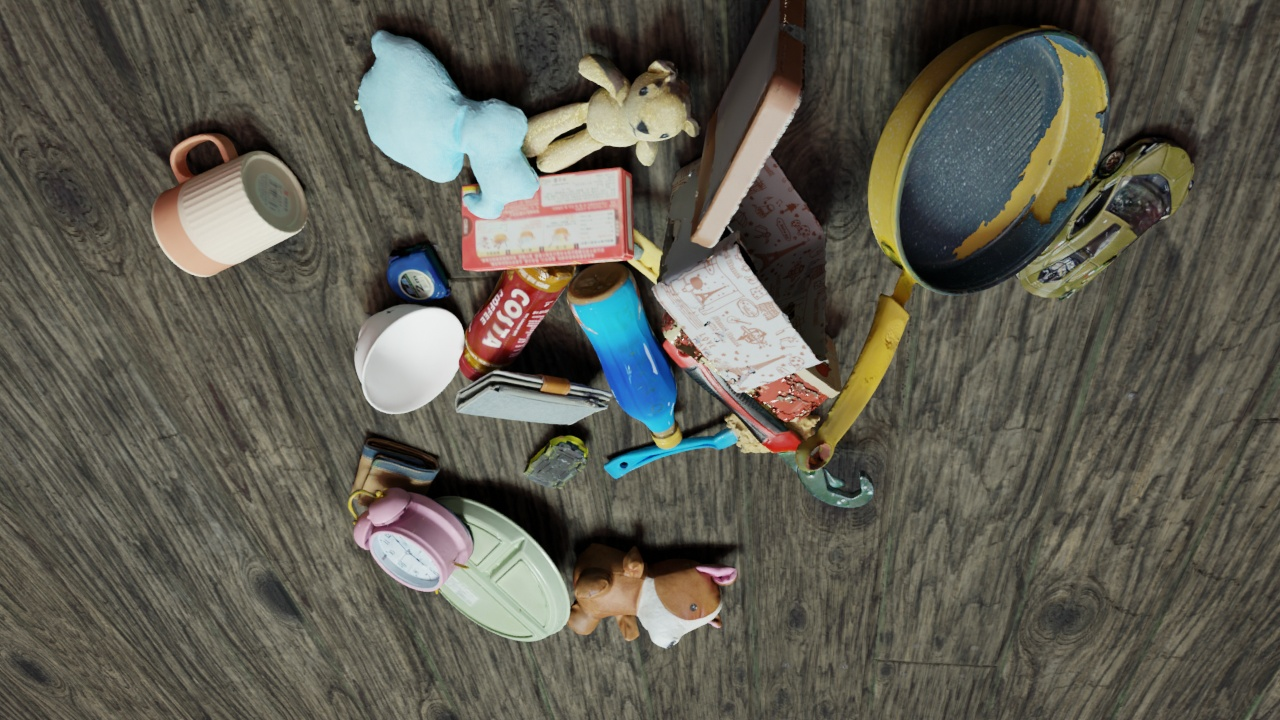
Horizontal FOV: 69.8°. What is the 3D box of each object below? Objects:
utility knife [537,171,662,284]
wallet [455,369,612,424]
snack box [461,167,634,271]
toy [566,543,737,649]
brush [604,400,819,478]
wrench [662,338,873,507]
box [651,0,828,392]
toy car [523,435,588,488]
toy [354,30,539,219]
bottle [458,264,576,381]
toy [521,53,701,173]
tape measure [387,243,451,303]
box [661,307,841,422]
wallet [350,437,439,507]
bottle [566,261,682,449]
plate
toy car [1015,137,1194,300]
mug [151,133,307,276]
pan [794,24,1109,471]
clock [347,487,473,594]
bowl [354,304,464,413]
[{"bbox_3d":[-0.013,-0.101,0.786,0.205,0.021,0.031,41,106,15],"label":"utility knife"},{"bbox_3d":[-0.107,0.035,0.925,0.129,0.037,0.107,10,159,-30],"label":"wallet"},{"bbox_3d":[-0.081,-0.118,0.784,0.153,0.025,0.075,-2,89,20],"label":"snack box"},{"bbox_3d":[0.013,0.291,1.130,0.199,0.130,0.140,5,138,-9],"label":"toy"},{"bbox_3d":[0.069,0.086,0.986,0.255,0.045,0.083,-20,130,29],"label":"brush"},{"bbox_3d":[0.126,0.063,0.910,0.273,0.016,0.056,40,121,-15],"label":"wrench"},{"bbox_3d":[0.079,-0.124,0.693,0.134,0.179,0.271,1,133,11],"label":"box"},{"bbox_3d":[-0.095,0.113,1.037,0.048,0.032,0.105,26,142,-15],"label":"toy car"},{"bbox_3d":[-0.164,-0.190,0.749,0.156,0.049,0.161,1,123,17],"label":"toy"},{"bbox_3d":[-0.124,-0.044,0.878,0.057,0.057,0.175,27,130,-15],"label":"bottle"},{"bbox_3d":[-0.029,-0.188,0.727,0.158,0.066,0.105,-9,129,36],"label":"toy"},{"bbox_3d":[-0.214,-0.083,0.879,0.055,0.025,0.058,-9,126,19],"label":"tape measure"},{"bbox_3d":[0.098,-0.014,0.848,0.168,0.091,0.076,33,125,-20],"label":"box"},{"bbox_3d":[-0.297,0.144,1.098,0.090,0.033,0.116,21,135,-12],"label":"wallet"},{"bbox_3d":[-0.005,0.005,0.899,0.065,0.065,0.219,-10,129,17],"label":"bottle"},{"bbox_3d":[-0.190,0.264,1.137,0.230,0.027,0.231,18,130,23],"label":"plate"},{"bbox_3d":[0.376,-0.113,0.750,0.070,0.042,0.159,26,128,-16],"label":"toy car"},{"bbox_3d":[-0.370,-0.146,0.817,0.106,0.081,0.114,-18,98,21],"label":"mug"},{"bbox_3d":[0.214,-0.074,0.670,0.197,0.078,0.358,33,100,-39],"label":"pan"},{"bbox_3d":[-0.276,0.205,1.078,0.158,0.059,0.117,41,135,-6],"label":"clock"},{"bbox_3d":[-0.241,-0.014,0.911,0.065,0.118,0.118,35,142,31],"label":"bowl"}]
